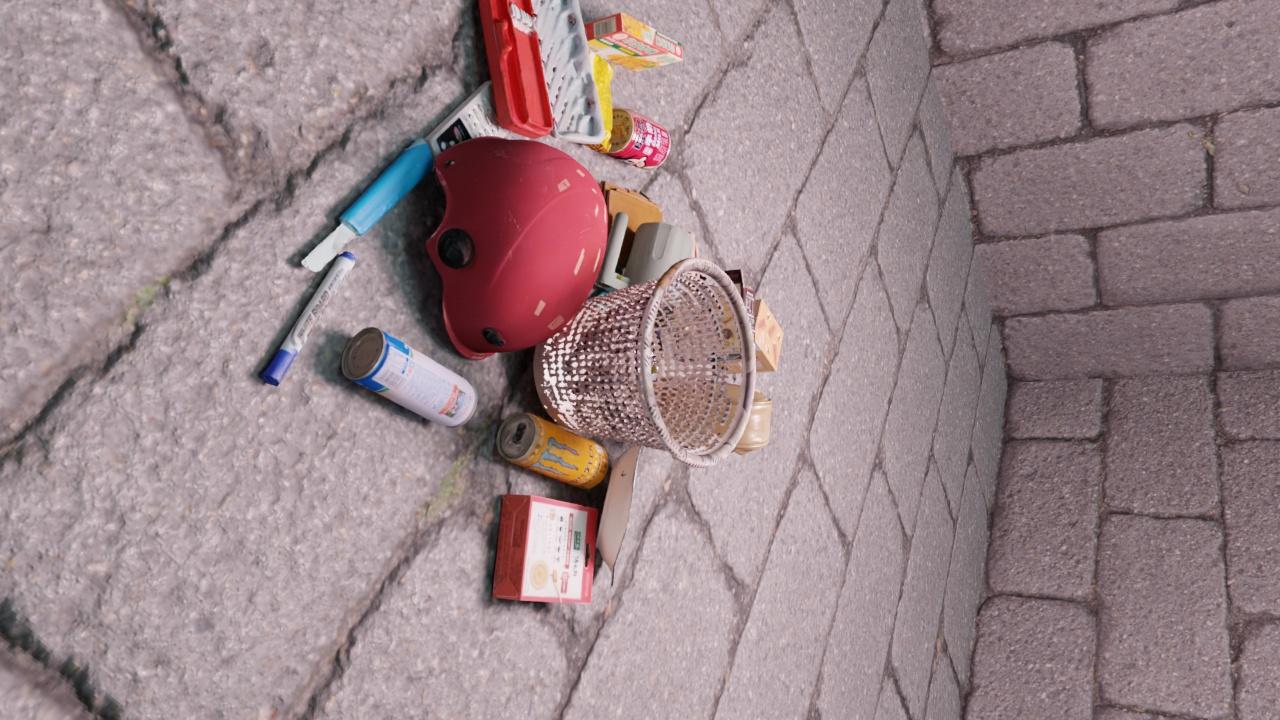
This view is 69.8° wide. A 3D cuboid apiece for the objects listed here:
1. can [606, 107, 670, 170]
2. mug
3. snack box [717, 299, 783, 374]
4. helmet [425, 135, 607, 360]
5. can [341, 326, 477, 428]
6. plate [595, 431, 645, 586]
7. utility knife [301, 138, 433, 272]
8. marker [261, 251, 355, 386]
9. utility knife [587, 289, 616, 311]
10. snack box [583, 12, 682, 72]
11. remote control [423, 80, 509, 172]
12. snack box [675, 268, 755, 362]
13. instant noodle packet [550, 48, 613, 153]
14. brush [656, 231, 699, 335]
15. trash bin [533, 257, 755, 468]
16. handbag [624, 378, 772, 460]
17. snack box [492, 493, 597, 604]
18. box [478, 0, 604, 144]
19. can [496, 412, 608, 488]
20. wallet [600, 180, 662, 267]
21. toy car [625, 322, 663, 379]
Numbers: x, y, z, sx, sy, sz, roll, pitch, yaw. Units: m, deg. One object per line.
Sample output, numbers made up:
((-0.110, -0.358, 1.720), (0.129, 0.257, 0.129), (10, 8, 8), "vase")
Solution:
((-0.010, -0.298, 1.234), (0.093, 0.067, 0.066), (5, 82, -58), "can")
((0.006, -0.126, 1.197), (0.124, 0.084, 0.103), (23, 75, -31), "mug")
((0.163, -0.036, 1.454), (0.094, 0.093, 0.076), (49, 47, -43), "snack box")
((-0.113, -0.118, 0.964), (0.206, 0.144, 0.240), (11, 82, -66), "helmet")
((-0.217, 0.019, 0.878), (0.134, 0.053, 0.053), (38, 55, -50), "can")
((-0.028, 0.178, 1.128), (0.164, 0.034, 0.163), (102, 0, -48), "plate")
((-0.255, -0.147, 0.869), (0.034, 0.018, 0.207), (64, 36, -33), "utility knife")
((-0.289, -0.040, 0.806), (0.017, 0.017, 0.145), (54, 44, -40), "marker")
((-0.034, -0.087, 1.223), (0.177, 0.013, 0.029), (-40, 119, -56), "utility knife")
((-0.014, -0.425, 1.233), (0.155, 0.077, 0.027), (-4, 90, -58), "snack box")
((-0.183, -0.247, 0.995), (0.058, 0.021, 0.149), (62, 38, -32), "remote control")
((0.109, -0.063, 1.352), (0.053, 0.113, 0.125), (17, 73, -57), "snack box")
((-0.075, -0.341, 1.158), (0.110, 0.044, 0.128), (22, 66, -53), "instant noodle packet")
((0.055, -0.109, 1.320), (0.073, 0.063, 0.145), (0, 87, -48), "brush")
((-0.005, 0.006, 1.041), (0.227, 0.192, 0.227), (5, 84, -54), "trash bin")
((0.072, 0.075, 1.201), (0.147, 0.205, 0.100), (-15, 112, -70), "handbag")
((-0.106, 0.216, 1.042), (0.127, 0.044, 0.113), (25, 65, -53), "snack box")
((-0.116, -0.353, 1.066), (0.160, 0.050, 0.201), (-2, 79, -50), "box")
((-0.098, 0.105, 1.054), (0.146, 0.058, 0.058), (31, 60, -52), "can")
((-0.013, -0.184, 1.246), (0.130, 0.035, 0.119), (10, 80, -57), "wallet")
((-0.026, -0.007, 1.195), (0.157, 0.042, 0.070), (-18, 101, -44), "toy car")
